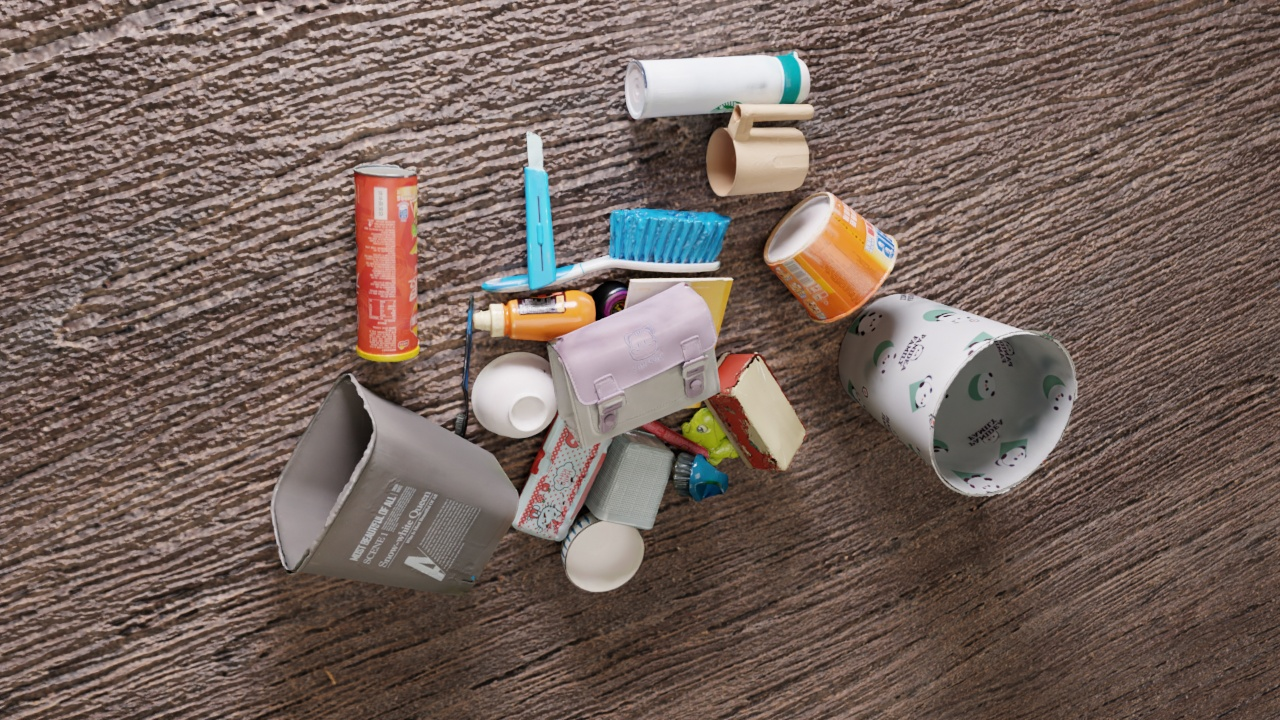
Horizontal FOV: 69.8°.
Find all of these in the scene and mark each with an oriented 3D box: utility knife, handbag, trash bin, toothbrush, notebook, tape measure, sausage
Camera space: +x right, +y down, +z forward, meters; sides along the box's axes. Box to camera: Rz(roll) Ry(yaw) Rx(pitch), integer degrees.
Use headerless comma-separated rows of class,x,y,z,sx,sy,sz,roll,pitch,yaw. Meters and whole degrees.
utility knife,-0.122,-0.177,1.089,0.034,0.018,0.186,-4,96,-4
handbag,-0.007,0.007,1.130,0.196,0.098,0.145,-22,125,-16
trash bin,0.418,0.029,1.271,0.229,0.252,0.230,-8,113,-20
toothbrush,-0.220,0.010,1.146,0.016,0.014,0.190,8,108,2
trash bin,-0.285,0.162,1.085,0.219,0.198,0.199,28,98,-34
notebook,0.035,-0.017,1.210,0.145,0.010,0.207,-3,125,-23
tape measure,-0.035,-0.073,1.172,0.057,0.039,0.058,10,113,-35
sausage,0.037,0.102,1.260,0.155,0.020,0.020,31,97,-24

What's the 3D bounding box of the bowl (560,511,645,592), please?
bowl,-0.058,0.257,1.278,0.116,0.066,0.116,-7,112,-19

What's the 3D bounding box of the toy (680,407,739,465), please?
toy,0.106,0.104,1.303,0.096,0.031,0.100,-18,121,-12

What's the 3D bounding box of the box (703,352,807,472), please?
box,0.164,0.074,1.270,0.091,0.077,0.168,-53,123,-30

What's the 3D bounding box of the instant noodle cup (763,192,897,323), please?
instant noodle cup,0.241,-0.140,1.200,0.111,0.151,0.151,38,93,-21

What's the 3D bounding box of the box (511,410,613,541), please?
box,-0.100,0.145,1.218,0.087,0.047,0.201,23,101,-11

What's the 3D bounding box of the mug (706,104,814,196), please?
mug,0.150,-0.263,1.134,0.103,0.084,0.125,-7,142,-21

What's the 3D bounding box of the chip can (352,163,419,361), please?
chip can,-0.288,-0.109,1.038,0.073,0.073,0.217,-4,112,-21

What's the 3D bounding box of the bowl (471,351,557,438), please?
bowl,-0.149,0.054,1.162,0.118,0.065,0.118,-7,112,-19

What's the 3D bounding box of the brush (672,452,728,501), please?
brush,0.084,0.162,1.257,0.073,0.144,0.055,11,75,12

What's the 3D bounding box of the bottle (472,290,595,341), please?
bottle,-0.132,-0.051,1.132,0.149,0.066,0.067,-3,111,-13

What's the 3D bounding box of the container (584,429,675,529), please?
container,-0.016,0.155,1.244,0.090,0.090,0.111,16,100,-26

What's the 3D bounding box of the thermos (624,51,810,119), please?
thermos,0.097,-0.329,1.106,0.224,0.073,0.073,-9,113,-19

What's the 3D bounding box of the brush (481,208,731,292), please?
brush,-0.038,-0.135,1.141,0.314,0.060,0.110,0,114,-19
